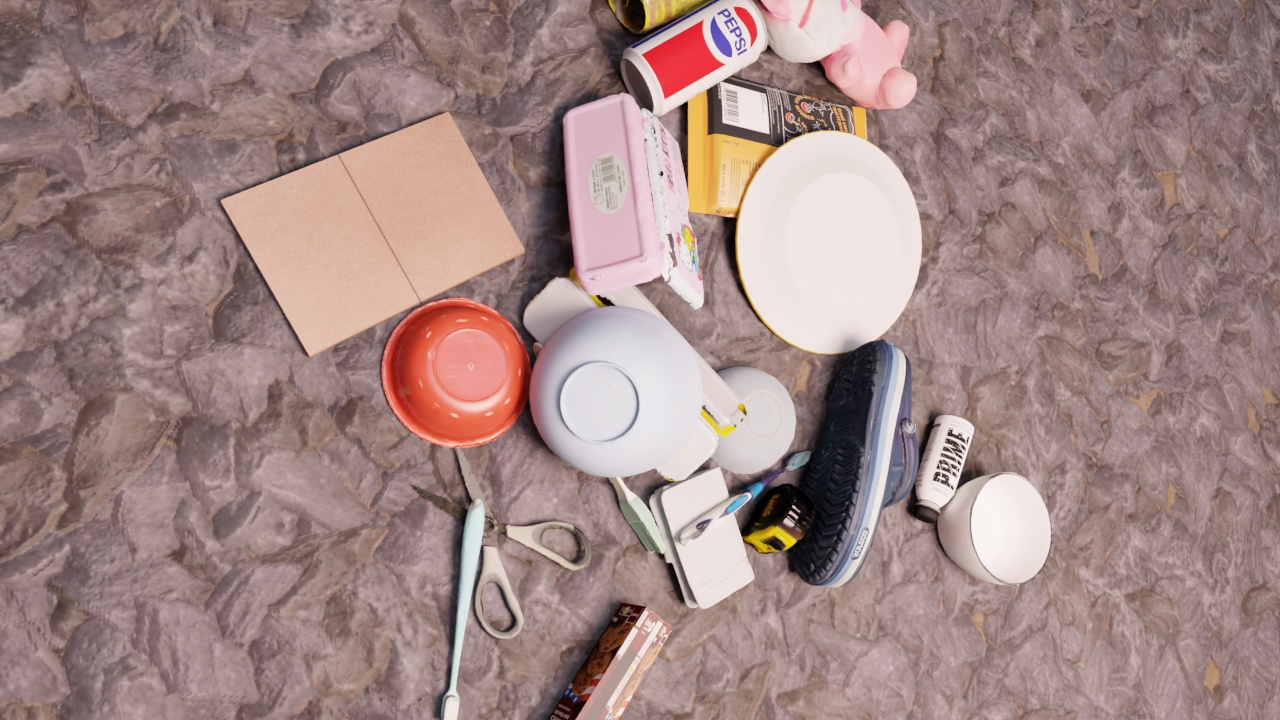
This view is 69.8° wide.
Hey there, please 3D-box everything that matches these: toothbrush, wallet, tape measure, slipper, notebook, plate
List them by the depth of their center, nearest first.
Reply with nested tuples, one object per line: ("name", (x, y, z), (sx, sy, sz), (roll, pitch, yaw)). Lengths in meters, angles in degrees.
("toothbrush", (-0.144, 0.203, 0.747), (0.016, 0.017, 0.180), (8, 81, -13))
("notebook", (-0.219, -0.111, 0.778), (0.208, 0.008, 0.141), (-30, 94, -26))
("wallet", (0.057, 0.164, 0.848), (0.086, 0.032, 0.116), (-13, 84, -37))
("toothbrush", (0.101, 0.126, 0.860), (0.188, 0.017, 0.016), (-27, 89, -38))
("tape measure", (0.136, 0.149, 0.867), (0.038, 0.063, 0.067), (40, 66, -13))
("slipper", (0.225, 0.102, 0.892), (0.095, 0.105, 0.252), (24, 72, -19))
("plate", (0.202, -0.120, 0.941), (0.229, 0.021, 0.230), (-2, 94, -23))

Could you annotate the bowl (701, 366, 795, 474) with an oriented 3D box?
("bowl", (0.108, 0.055, 0.883), (0.106, 0.039, 0.106), (5, 79, -24))

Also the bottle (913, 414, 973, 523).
("bottle", (0.316, 0.116, 0.968), (0.041, 0.041, 0.115), (31, 70, -17))

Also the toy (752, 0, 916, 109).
("toy", (0.195, -0.349, 0.967), (0.213, 0.084, 0.141), (25, 50, -24))

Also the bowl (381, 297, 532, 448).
("bowl", (-0.148, 0.007, 0.770), (0.130, 0.045, 0.130), (4, 79, -24))

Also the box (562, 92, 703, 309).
("box", (-0.006, -0.139, 0.843), (0.101, 0.103, 0.201), (-15, 61, 14))

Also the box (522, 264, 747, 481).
("box", (-0.006, 0.005, 0.831), (0.210, 0.080, 0.083), (48, 23, 3))

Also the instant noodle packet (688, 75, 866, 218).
("instant noodle packet", (0.147, -0.211, 0.952), (0.220, 0.032, 0.159), (7, 76, -24))

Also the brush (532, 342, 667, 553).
("brush", (-0.038, 0.078, 0.817), (0.012, 0.033, 0.217), (-32, 94, -26))

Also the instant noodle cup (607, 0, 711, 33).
("instant noodle cup", (0.027, -0.375, 0.896), (0.108, 0.102, 0.102), (-36, 97, -17))

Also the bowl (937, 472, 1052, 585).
("bowl", (0.367, 0.177, 0.967), (0.116, 0.066, 0.116), (5, 79, -24))

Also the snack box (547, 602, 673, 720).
("snack box", (-0.032, 0.275, 0.774), (0.032, 0.051, 0.140), (41, 67, -13))

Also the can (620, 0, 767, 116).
("can", (0.051, -0.295, 0.885), (0.132, 0.070, 0.070), (-33, 95, -11))

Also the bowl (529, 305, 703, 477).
("bowl", (-0.026, 0.030, 0.758), (0.151, 0.074, 0.150), (1, 96, 8))

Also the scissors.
("scissors", (-0.115, 0.155, 0.777), (0.169, 0.013, 0.157), (6, 80, -19))
